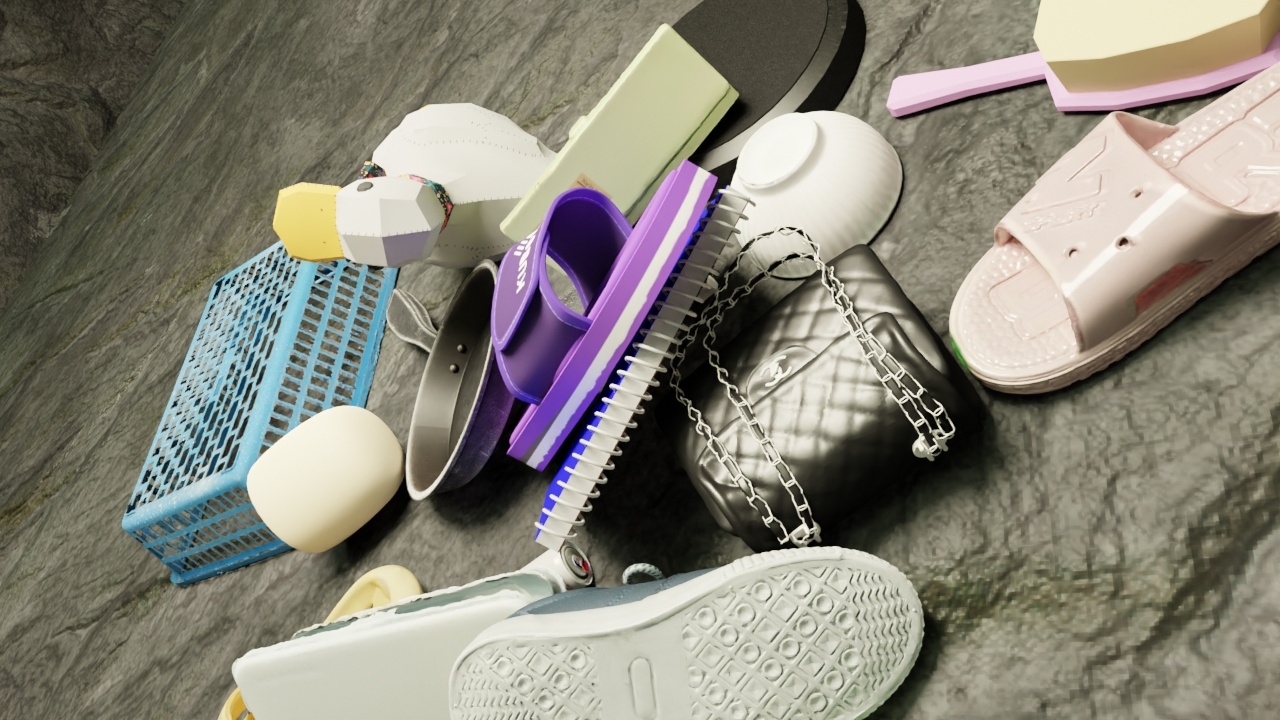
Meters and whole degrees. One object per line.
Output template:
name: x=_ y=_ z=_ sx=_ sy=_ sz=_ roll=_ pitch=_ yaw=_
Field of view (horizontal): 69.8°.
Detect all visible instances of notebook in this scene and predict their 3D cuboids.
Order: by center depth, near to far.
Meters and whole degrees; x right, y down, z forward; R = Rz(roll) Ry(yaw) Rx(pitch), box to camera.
notebook: x=-0.003 y=0.003 z=0.549 sx=0.209 sy=0.022 sz=0.171 roll=-62 pitch=4 yaw=-1

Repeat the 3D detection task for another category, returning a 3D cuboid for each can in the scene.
can: x=-0.076 y=0.153 z=0.589 sx=0.095 sy=0.032 sz=0.032 roll=-37 pitch=42 yaw=17

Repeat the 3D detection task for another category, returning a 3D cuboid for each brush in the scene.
brush: x=0.245 y=-0.185 z=0.532 sx=0.229 sy=0.043 sz=0.089 roll=-1 pitch=61 yaw=42

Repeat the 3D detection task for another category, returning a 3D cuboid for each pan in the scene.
pan: x=0.034 y=-0.172 z=0.727 sx=0.225 sy=0.034 sz=0.356 roll=24 pitch=78 yaw=49
pan: x=-0.169 y=-0.008 z=0.771 sx=0.187 sy=0.055 sz=0.357 roll=-68 pitch=24 yaw=8

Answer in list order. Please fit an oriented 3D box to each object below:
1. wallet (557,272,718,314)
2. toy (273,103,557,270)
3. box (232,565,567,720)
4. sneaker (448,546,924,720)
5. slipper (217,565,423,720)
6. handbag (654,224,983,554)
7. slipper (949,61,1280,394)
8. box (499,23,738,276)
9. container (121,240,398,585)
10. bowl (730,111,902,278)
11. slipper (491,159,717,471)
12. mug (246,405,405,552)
wallet: x=-0.008 y=-0.046 z=0.671 sx=0.123 sy=0.019 sz=0.072 roll=-35 pitch=62 yaw=19
toy: x=-0.160 y=-0.140 z=0.771 sx=0.246 sy=0.141 sz=0.267 roll=-3 pitch=22 yaw=-6
box: x=-0.133 y=0.193 z=0.571 sx=0.216 sy=0.122 sz=0.083 roll=-14 pitch=19 yaw=13
sneaker: x=0.019 y=0.144 z=0.459 sx=0.236 sy=0.087 sz=0.089 roll=-11 pitch=88 yaw=7
slipper: x=-0.254 y=0.253 z=0.651 sx=0.261 sy=0.079 sz=0.111 roll=-55 pitch=37 yaw=-4
handbag: x=0.085 y=0.019 z=0.476 sx=0.154 sy=0.114 sz=0.125 roll=-37 pitch=43 yaw=11
slipper: x=0.248 y=-0.080 z=0.436 sx=0.240 sy=0.064 sz=0.094 roll=-36 pitch=42 yaw=16
box: x=-0.018 y=-0.156 z=0.689 sx=0.188 sy=0.091 sz=0.083 roll=-47 pitch=27 yaw=12
container: x=-0.385 y=0.023 z=0.931 sx=0.258 sy=0.089 sz=0.361 roll=-21 pitch=49 yaw=31
bowl: x=0.103 y=-0.119 z=0.600 sx=0.118 sy=0.062 sz=0.117 roll=-24 pitch=47 yaw=29
slipper: x=-0.053 y=-0.025 z=0.555 sx=0.267 sy=0.084 sz=0.107 roll=-55 pitch=8 yaw=54
mug: x=-0.244 y=0.087 z=0.756 sx=0.100 sy=0.096 sz=0.120 roll=-37 pitch=1 yaw=13
